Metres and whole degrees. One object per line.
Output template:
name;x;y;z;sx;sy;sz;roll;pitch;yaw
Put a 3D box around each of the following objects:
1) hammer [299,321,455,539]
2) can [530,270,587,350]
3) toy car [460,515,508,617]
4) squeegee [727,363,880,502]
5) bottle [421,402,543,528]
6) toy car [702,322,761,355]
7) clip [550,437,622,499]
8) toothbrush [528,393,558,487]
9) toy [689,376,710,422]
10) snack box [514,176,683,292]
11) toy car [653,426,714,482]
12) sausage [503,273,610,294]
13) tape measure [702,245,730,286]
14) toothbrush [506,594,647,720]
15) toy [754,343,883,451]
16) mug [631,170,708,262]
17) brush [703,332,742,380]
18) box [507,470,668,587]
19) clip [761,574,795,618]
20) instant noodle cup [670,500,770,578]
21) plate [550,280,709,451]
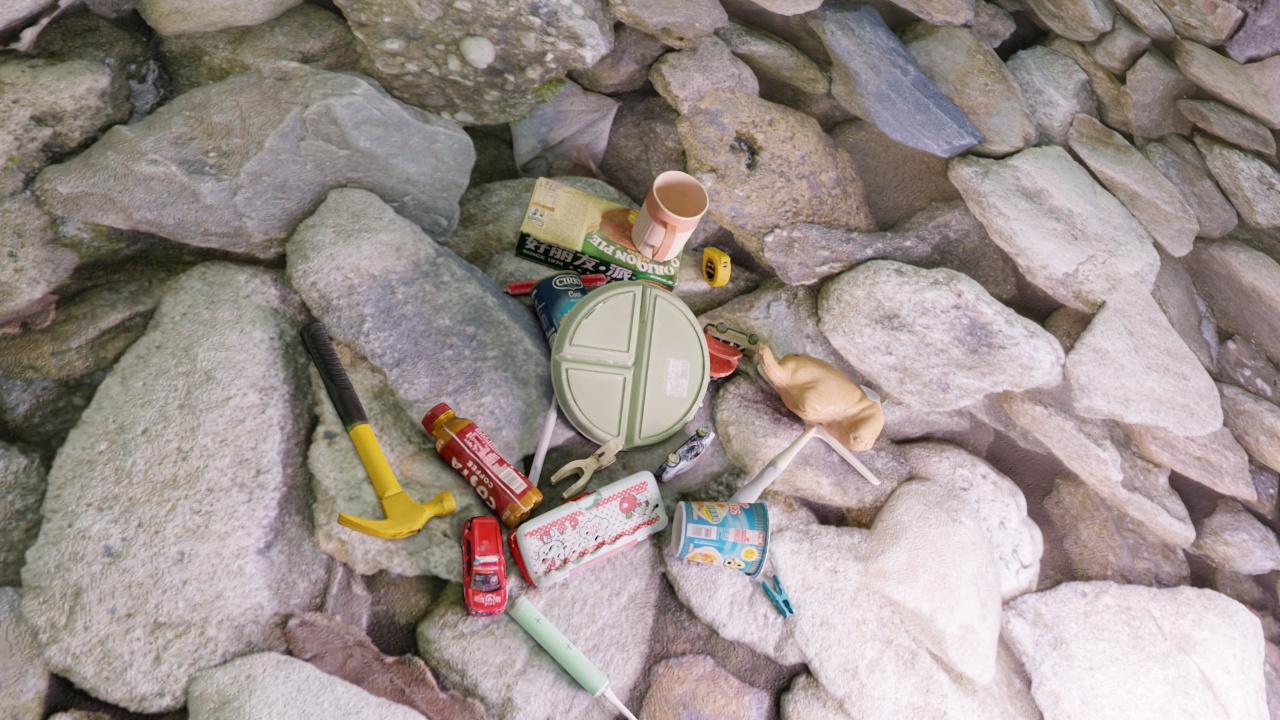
hammer;-0.344;0.082;1.117;0.128;0.033;0.300;-20;69;-30
can;-0.099;-0.057;1.265;0.075;0.075;0.111;-11;66;-26
toy car;-0.184;0.239;1.076;0.053;0.045;0.120;1;63;-19
squeegee;0.190;0.144;1.276;0.246;0.039;0.245;46;56;10
bottle;-0.198;0.125;1.129;0.175;0.058;0.057;45;56;9
toy car;0.136;-0.029;1.358;0.090;0.042;0.035;18;78;-4
clip;-0.070;0.140;1.185;0.098;0.064;0.034;-35;76;-26
toothbrush;-0.120;0.088;1.206;0.029;0.021;0.188;-1;54;23
toy;0.051;0.043;1.287;0.092;0.030;0.096;42;72;3
snack box;-0.057;-0.178;1.361;0.240;0.063;0.114;18;56;-10
toy car;0.060;0.129;1.230;0.031;0.049;0.105;45;57;13
sausage;-0.119;-0.109;1.314;0.155;0.020;0.020;-7;63;-15
tape measure;0.119;-0.142;1.409;0.028;0.057;0.060;-6;23;-21
toothbrush;-0.067;0.356;1.059;0.224;0.027;0.027;42;33;7
toy;0.248;0.041;1.313;0.226;0.083;0.143;32;21;-9
mug;0.038;-0.191;1.299;0.081;0.106;0.114;16;56;-12
brush;0.071;-0.017;1.309;0.146;0.069;0.063;20;57;-8
box;-0.057;0.205;1.129;0.200;0.068;0.090;-21;71;-30
clip;0.180;0.307;1.190;0.041;0.014;0.056;-19;67;-28
instant noodle cup;0.099;0.221;1.167;0.110;0.099;0.099;9;58;-8
plate;-0.007;0.007;1.225;0.230;0.027;0.230;-1;92;-21
